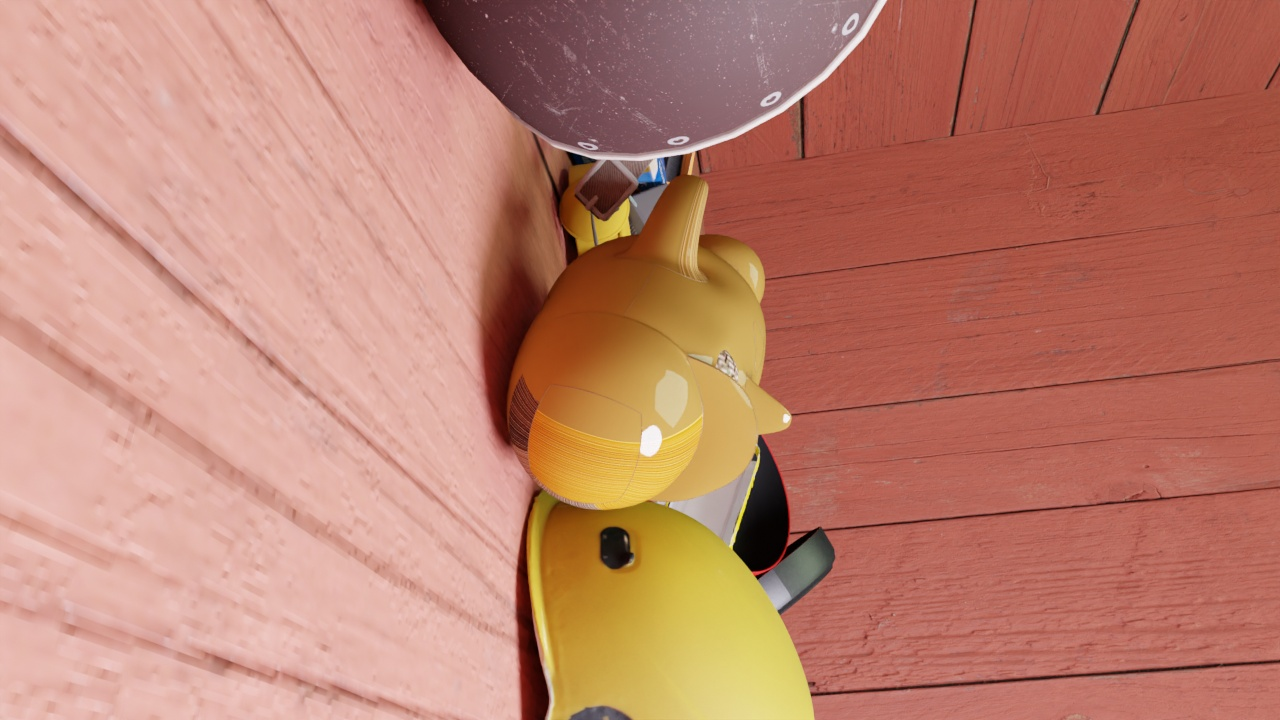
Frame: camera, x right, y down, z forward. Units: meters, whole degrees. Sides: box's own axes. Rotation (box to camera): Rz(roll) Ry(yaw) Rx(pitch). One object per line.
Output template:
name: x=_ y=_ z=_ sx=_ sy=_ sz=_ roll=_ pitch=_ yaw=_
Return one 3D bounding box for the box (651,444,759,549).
box: x=0.044 y=0.127 z=0.719 sx=0.080 sy=0.080 sz=0.208 roll=113 pitch=2 yaw=-51

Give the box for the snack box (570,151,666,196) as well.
snack box: x=-0.029 y=-0.241 z=0.778 sx=0.203 sy=0.069 sz=0.155 roll=61 pitch=22 yaw=-71

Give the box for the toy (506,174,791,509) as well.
toy: x=0.004 y=0.008 z=0.510 sx=0.202 sy=0.162 sz=0.199 roll=-51 pitch=153 yaw=-64

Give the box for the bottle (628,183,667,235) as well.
bottle: x=0.036 y=-0.061 z=0.817 sx=0.174 sy=0.046 sz=0.084 roll=59 pitch=-30 yaw=7

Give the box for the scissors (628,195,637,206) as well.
scissors: x=-0.048 y=-0.161 z=0.634 sx=0.135 sy=0.015 sz=0.135 roll=55 pitch=-3 yaw=-24

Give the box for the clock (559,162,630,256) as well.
clock: x=-0.030 y=-0.099 z=0.723 sx=0.151 sy=0.052 sz=0.114 roll=-90 pitch=171 yaw=-70

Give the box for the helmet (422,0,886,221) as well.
helmet: x=0.002 y=-0.203 z=0.423 sx=0.234 sy=0.234 sz=0.253 roll=67 pitch=20 yaw=-9

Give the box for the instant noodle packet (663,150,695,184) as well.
instant noodle packet: x=0.012 y=-0.232 z=0.940 sx=0.220 sy=0.032 sz=0.160 roll=-111 pitch=-156 yaw=-43

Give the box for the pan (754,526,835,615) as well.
pan: x=0.081 y=0.251 z=0.876 sx=0.044 sy=0.204 sz=0.354 roll=53 pitch=23 yaw=12

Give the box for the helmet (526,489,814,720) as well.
helmet: x=0.025 y=0.183 z=0.523 sx=0.209 sy=0.140 sz=0.240 roll=-55 pitch=137 yaw=-79

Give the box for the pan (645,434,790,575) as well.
pan: x=0.040 y=0.039 z=0.886 sx=0.208 sy=0.067 sz=0.355 roll=8 pitch=55 yaw=-50
